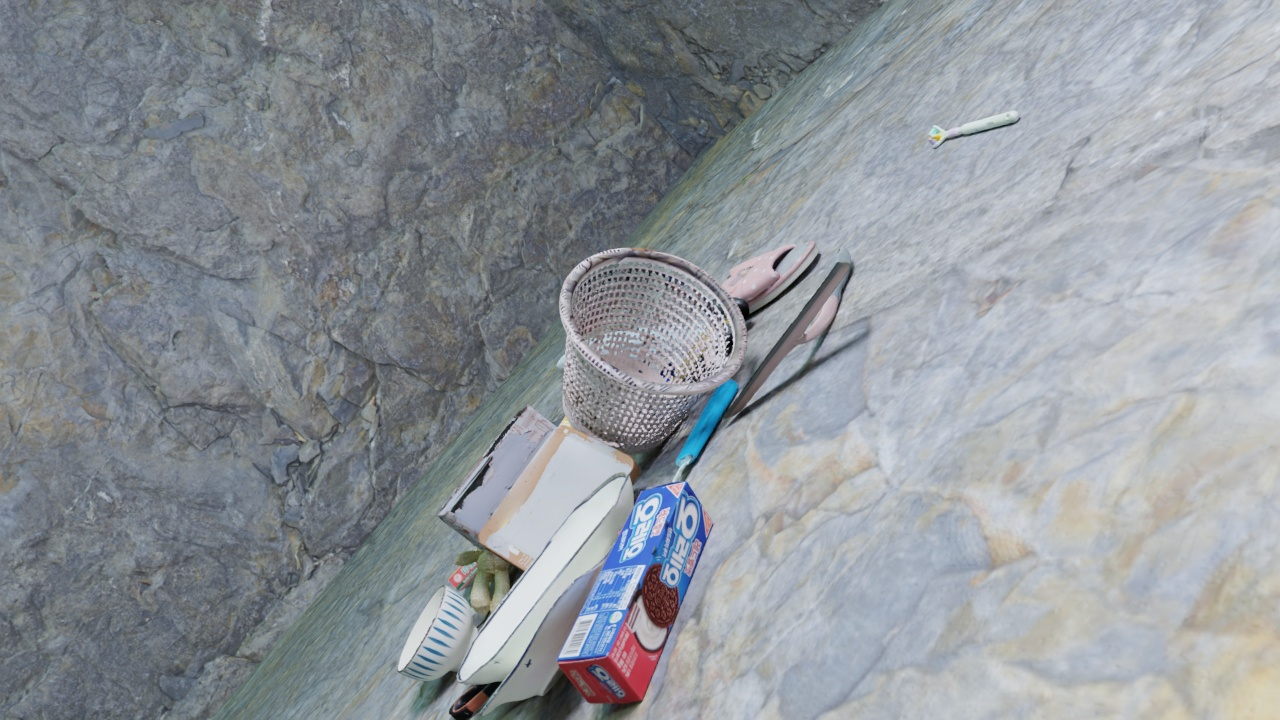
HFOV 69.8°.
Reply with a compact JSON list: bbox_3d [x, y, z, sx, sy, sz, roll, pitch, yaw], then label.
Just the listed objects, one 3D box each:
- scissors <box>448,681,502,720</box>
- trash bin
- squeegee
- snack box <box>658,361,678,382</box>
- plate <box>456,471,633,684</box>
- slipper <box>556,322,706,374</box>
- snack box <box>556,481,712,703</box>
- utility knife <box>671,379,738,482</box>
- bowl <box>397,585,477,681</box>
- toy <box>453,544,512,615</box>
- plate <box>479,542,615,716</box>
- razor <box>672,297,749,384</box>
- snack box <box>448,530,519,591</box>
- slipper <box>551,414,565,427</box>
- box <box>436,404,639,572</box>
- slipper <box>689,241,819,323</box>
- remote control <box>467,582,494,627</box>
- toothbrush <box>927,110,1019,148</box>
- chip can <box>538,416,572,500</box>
[{"bbox_3d":[-0.131,0.310,1.011,0.205,0.015,0.197,-51,11,-26],"label":"scissors"},{"bbox_3d":[-0.006,0.006,1.131,0.226,0.227,0.193,-56,-7,-43],"label":"trash bin"},{"bbox_3d":[0.205,-0.066,1.036,0.248,0.040,0.248,-50,-7,-48],"label":"squeegee"},{"bbox_3d":[0.010,0.066,1.323,0.085,0.026,0.156,-39,12,31],"label":"snack box"},{"bbox_3d":[-0.089,0.227,0.944,0.265,0.034,0.162,-51,7,-18],"label":"plate"},{"bbox_3d":[-0.003,-0.005,1.347,0.246,0.074,0.103,-8,14,22],"label":"slipper"},{"bbox_3d":[0.001,0.193,0.794,0.057,0.058,0.206,-18,26,33],"label":"snack box"},{"bbox_3d":[0.063,0.093,1.046,0.034,0.018,0.215,-33,16,46],"label":"utility knife"},{"bbox_3d":[-0.246,0.348,1.147,0.117,0.066,0.116,-54,14,19],"label":"bowl"},{"bbox_3d":[-0.195,0.283,1.225,0.105,0.066,0.157,-4,23,-4],"label":"toy"},{"bbox_3d":[-0.068,0.250,0.837,0.164,0.034,0.164,-58,-11,15],"label":"plate"},{"bbox_3d":[0.088,-0.016,1.251,0.167,0.067,0.062,-54,-13,-6],"label":"razor"},{"bbox_3d":[-0.216,0.276,1.370,0.155,0.027,0.077,-47,-7,-3],"label":"snack box"},{"bbox_3d":[-0.108,0.107,1.416,0.267,0.083,0.111,-63,15,-23],"label":"slipper"},{"bbox_3d":[-0.139,0.158,1.130,0.274,0.125,0.178,9,58,55],"label":"box"},{"bbox_3d":[0.146,-0.103,1.331,0.275,0.054,0.113,-34,13,44],"label":"slipper"},{"bbox_3d":[-0.220,0.327,1.275,0.056,0.019,0.134,-41,12,24],"label":"remote control"},{"bbox_3d":[0.406,-0.286,1.126,0.020,0.029,0.189,-7,8,-10],"label":"toothbrush"},{"bbox_3d":[-0.102,0.132,1.314,0.213,0.072,0.072,-57,13,-10],"label":"chip can"}]
